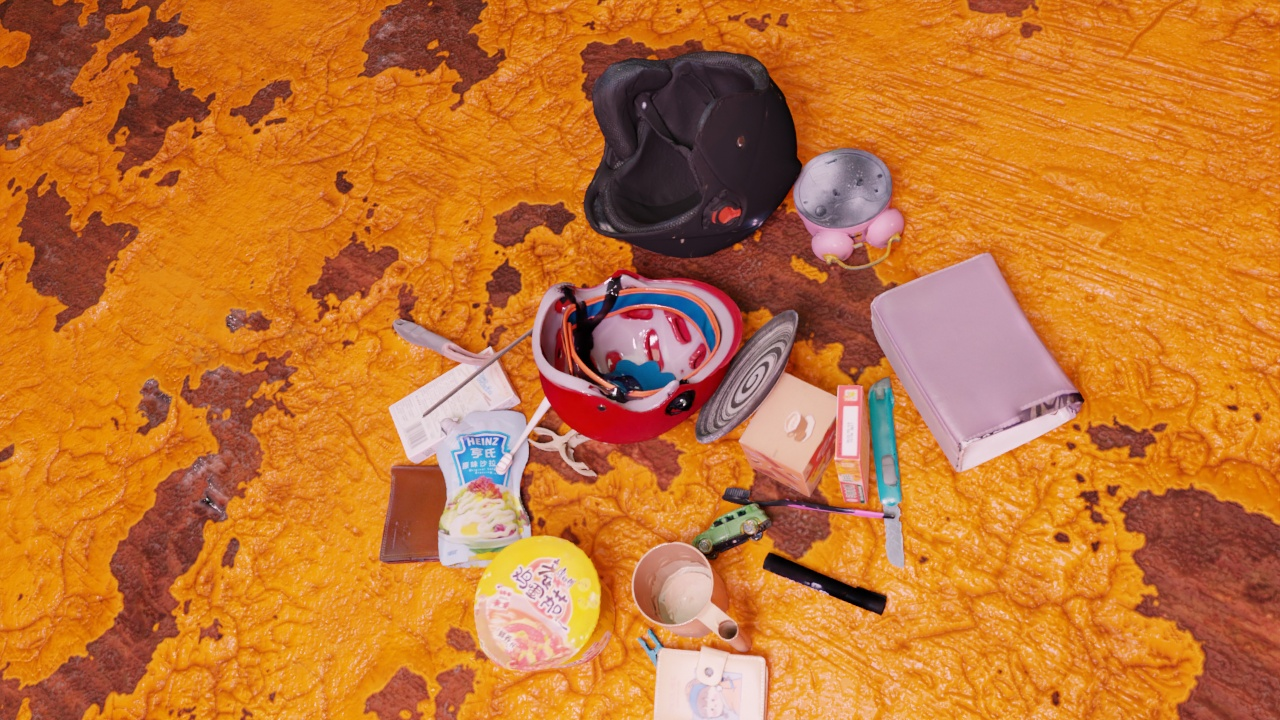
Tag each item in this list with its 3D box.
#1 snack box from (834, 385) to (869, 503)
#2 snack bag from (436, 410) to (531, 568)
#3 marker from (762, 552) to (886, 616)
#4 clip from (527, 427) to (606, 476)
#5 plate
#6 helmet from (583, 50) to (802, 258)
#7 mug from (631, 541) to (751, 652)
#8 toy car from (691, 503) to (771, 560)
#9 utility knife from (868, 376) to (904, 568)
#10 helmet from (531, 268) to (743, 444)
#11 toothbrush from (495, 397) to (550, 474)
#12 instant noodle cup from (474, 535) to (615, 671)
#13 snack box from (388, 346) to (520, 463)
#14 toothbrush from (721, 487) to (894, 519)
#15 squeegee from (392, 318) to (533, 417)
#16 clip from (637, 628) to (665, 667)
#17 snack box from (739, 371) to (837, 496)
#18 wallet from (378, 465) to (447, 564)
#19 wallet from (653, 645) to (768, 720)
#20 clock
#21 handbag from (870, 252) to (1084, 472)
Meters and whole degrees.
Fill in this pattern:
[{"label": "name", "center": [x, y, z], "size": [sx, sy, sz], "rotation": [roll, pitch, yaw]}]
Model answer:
[{"label": "snack box", "center": [0.219, 0.090, 0.944], "size": [0.027, 0.156, 0.077], "rotation": [1, 66, 17]}, {"label": "snack bag", "center": [-0.186, 0.149, 1.093], "size": [0.110, 0.039, 0.190], "rotation": [-4, 66, -6]}, {"label": "marker", "center": [0.192, 0.233, 0.964], "size": [0.132, 0.020, 0.022], "rotation": [18, 55, 23]}, {"label": "clip", "center": [-0.088, 0.113, 1.095], "size": [0.103, 0.035, 0.092], "rotation": [-10, 62, 17]}, {"label": "plate", "center": [0.122, 0.022, 1.015], "size": [0.024, 0.180, 0.179], "rotation": [37, 78, -8]}, {"label": "helmet", "center": [0.064, -0.236, 1.102], "size": [0.275, 0.230, 0.233], "rotation": [-53, 43, 3]}, {"label": "mug", "center": [0.059, 0.252, 0.947], "size": [0.125, 0.103, 0.084], "rotation": [34, 79, 27]}, {"label": "toy car", "center": [0.097, 0.188, 1.000], "size": [0.091, 0.043, 0.036], "rotation": [-27, 64, 1]}, {"label": "utility knife", "center": [0.270, 0.117, 0.997], "size": [0.029, 0.013, 0.216], "rotation": [-7, 65, 17]}, {"label": "helmet", "center": [-0.006, 0.006, 1.060], "size": [0.239, 0.144, 0.206], "rotation": [-12, 48, -17]}, {"label": "toothbrush", "center": [-0.123, 0.064, 1.117], "size": [0.016, 0.016, 0.179], "rotation": [32, 62, 2]}, {"label": "instant noodle cup", "center": [-0.094, 0.267, 0.982], "size": [0.138, 0.110, 0.137], "rotation": [-6, 64, 13]}, {"label": "snack box", "center": [-0.238, 0.057, 1.169], "size": [0.157, 0.027, 0.084], "rotation": [-30, 60, 1]}, {"label": "toothbrush", "center": [0.181, 0.157, 1.002], "size": [0.189, 0.014, 0.017], "rotation": [4, 58, 21]}, {"label": "squeegee", "center": [-0.243, -0.018, 1.177], "size": [0.250, 0.040, 0.247], "rotation": [16, 47, 43]}, {"label": "clip", "center": [0.020, 0.314, 0.982], "size": [0.043, 0.014, 0.056], "rotation": [-38, 64, -1]}, {"label": "snack box", "center": [0.169, 0.081, 0.998], "size": [0.077, 0.094, 0.092], "rotation": [27, 76, 25]}, {"label": "wallet", "center": [-0.265, 0.186, 1.117], "size": [0.101, 0.032, 0.124], "rotation": [-6, 64, 17]}, {"label": "wallet", "center": [0.072, 0.339, 0.942], "size": [0.115, 0.024, 0.087], "rotation": [1, 84, 18]}, {"label": "clock", "center": [0.253, -0.179, 1.114], "size": [0.117, 0.060, 0.158], "rotation": [-18, 61, 7]}, {"label": "handbag", "center": [0.353, 0.000, 0.979], "size": [0.145, 0.098, 0.196], "rotation": [-25, 60, 6]}]
